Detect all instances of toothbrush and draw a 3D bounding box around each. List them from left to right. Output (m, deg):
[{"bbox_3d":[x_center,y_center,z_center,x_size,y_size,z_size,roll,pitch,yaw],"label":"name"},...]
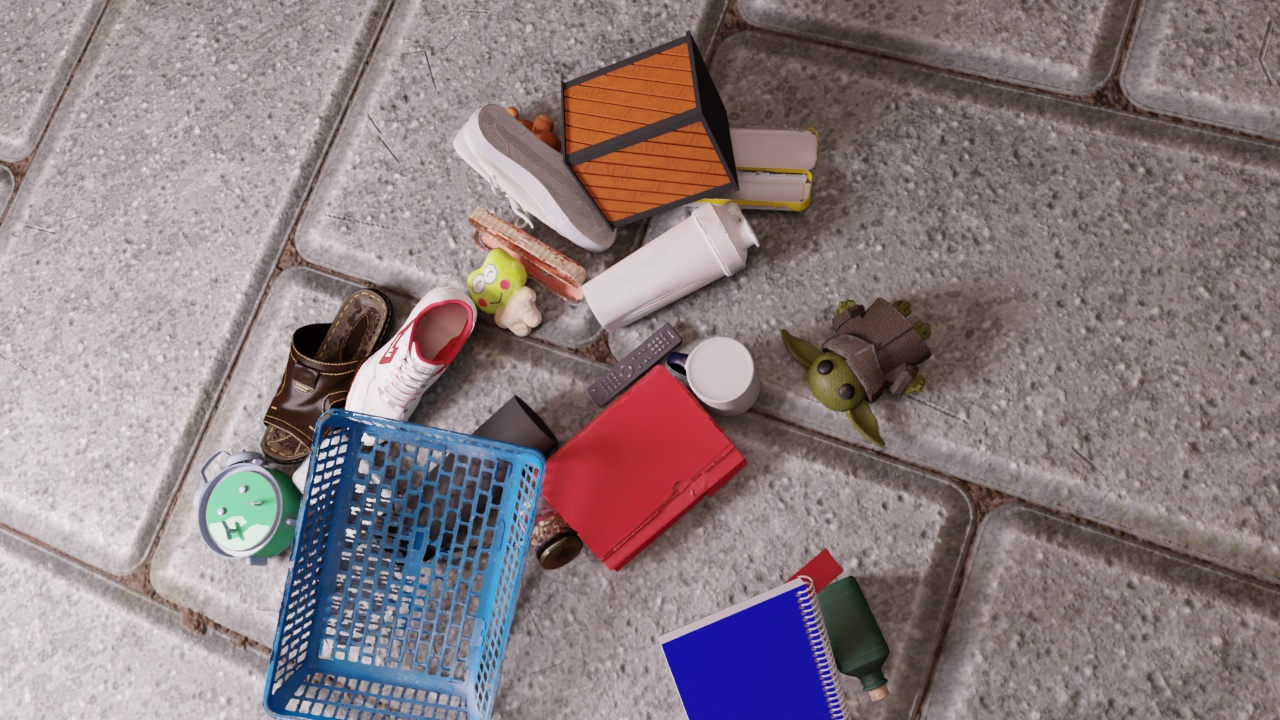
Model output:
[{"bbox_3d":[-0.159,0.235,1.151,0.189,0.016,0.017,-8,89,10],"label":"toothbrush"}]

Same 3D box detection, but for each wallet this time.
[{"bbox_3d":[-0.378,0.166,1.195,0.100,0.054,0.131,-46,74,9],"label":"wallet"}]

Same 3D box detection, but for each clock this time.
[{"bbox_3d":[-0.525,0.185,1.208,0.122,0.075,0.161,-46,72,-1],"label":"clock"}]

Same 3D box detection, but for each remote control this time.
[{"bbox_3d":[-0.007,0.007,1.170,0.136,0.015,0.032,-40,73,4],"label":"remote control"}]

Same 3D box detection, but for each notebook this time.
[{"bbox_3d":[0.129,0.347,0.982,0.171,0.022,0.209,-21,112,-7],"label":"notebook"}]

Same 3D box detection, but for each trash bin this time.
[{"bbox_3d":[0.011,-0.278,1.133,0.172,0.140,0.139,-16,56,17],"label":"trash bin"}]

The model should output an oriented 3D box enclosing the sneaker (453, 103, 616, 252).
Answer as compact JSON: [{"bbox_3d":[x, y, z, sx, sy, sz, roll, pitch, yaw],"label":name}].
[{"bbox_3d":[-0.136,-0.223,1.184,0.091,0.242,0.089,-21,37,48],"label":"sneaker"}]

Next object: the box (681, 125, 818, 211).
[{"bbox_3d":[0.122,-0.253,1.195,0.210,0.036,0.129,5,68,14],"label":"box"}]

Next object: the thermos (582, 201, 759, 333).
[{"bbox_3d":[0.037,-0.120,1.153,0.220,0.099,0.099,-28,73,8],"label":"thermos"}]

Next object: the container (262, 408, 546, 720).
[{"bbox_3d":[-0.268,0.246,1.064,0.257,0.089,0.362,13,95,-7],"label":"container"}]

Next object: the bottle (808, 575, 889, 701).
[{"bbox_3d":[0.239,0.312,1.023,0.061,0.061,0.131,-25,73,3],"label":"bottle"}]

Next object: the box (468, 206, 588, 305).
[{"bbox_3d":[-0.148,-0.138,1.207,0.187,0.083,0.042,32,73,19],"label":"box"}]

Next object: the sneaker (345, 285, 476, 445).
[{"bbox_3d":[-0.292,0.010,1.171,0.090,0.104,0.236,40,84,-18],"label":"sneaker"}]

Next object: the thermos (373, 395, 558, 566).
[{"bbox_3d":[-0.219,0.154,1.147,0.240,0.082,0.082,-42,73,0],"label":"thermos"}]

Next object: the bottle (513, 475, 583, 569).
[{"bbox_3d":[-0.118,0.196,1.116,0.056,0.056,0.105,-37,57,1],"label":"bottle"}]

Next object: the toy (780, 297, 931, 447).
[{"bbox_3d":[0.267,-0.004,1.081,0.153,0.078,0.179,-40,75,2],"label":"toy"}]

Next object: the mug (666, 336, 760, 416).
[{"bbox_3d":[0.086,0.016,1.106,0.112,0.097,0.078,18,81,15],"label":"mug"}]

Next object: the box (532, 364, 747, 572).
[{"bbox_3d":[-0.008,0.123,1.104,0.214,0.153,0.164,-40,48,1],"label":"box"}]

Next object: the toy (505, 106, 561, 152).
[{"bbox_3d":[-0.164,-0.300,1.249,0.128,0.065,0.095,35,103,19],"label":"toy"}]

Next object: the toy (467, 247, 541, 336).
[{"bbox_3d":[-0.175,-0.086,1.205,0.092,0.046,0.115,-39,85,29],"label":"toy"}]

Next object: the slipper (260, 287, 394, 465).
[{"bbox_3d":[-0.423,0.018,1.224,0.113,0.076,0.267,28,84,17],"label":"slipper"}]
